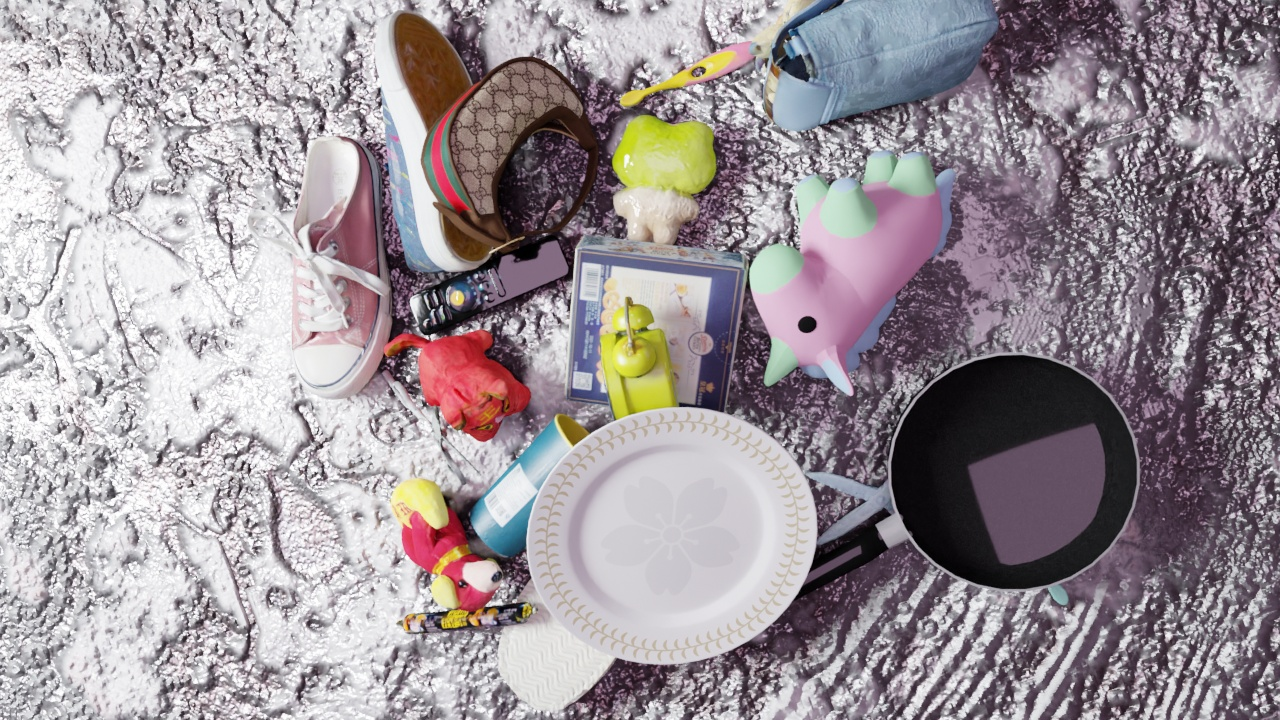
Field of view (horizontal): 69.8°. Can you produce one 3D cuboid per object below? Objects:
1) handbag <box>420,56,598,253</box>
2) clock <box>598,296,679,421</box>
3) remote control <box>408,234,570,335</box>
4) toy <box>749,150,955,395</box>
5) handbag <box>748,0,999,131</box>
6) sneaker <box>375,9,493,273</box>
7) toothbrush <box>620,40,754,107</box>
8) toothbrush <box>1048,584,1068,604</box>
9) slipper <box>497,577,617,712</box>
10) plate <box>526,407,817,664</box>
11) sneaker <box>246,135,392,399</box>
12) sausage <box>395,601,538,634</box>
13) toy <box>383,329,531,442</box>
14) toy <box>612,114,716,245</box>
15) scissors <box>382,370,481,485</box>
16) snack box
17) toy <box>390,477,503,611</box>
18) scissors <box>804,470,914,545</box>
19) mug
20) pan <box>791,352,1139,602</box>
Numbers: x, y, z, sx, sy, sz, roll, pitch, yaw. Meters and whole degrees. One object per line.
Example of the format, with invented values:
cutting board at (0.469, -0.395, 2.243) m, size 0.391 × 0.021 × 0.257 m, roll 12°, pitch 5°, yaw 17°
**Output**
handbag at (-0.106, -0.171, 0.789) m, size 0.138 × 0.063 × 0.166 m, roll 46°, pitch 61°, yaw -21°
clock at (-0.004, 0.004, 0.745) m, size 0.057 × 0.083 × 0.119 m, roll -11°, pitch 127°, yaw 5°
remote control at (-0.139, -0.068, 0.842) m, size 0.152 × 0.020 × 0.041 m, roll -23°, pitch 92°, yaw 5°
toy at (0.187, -0.078, 0.781) m, size 0.221 × 0.120 × 0.171 m, roll -22°, pitch 112°, yaw -19°
handbag at (0.187, -0.271, 0.765) m, size 0.192 × 0.122 × 0.118 m, roll -18°, pitch 81°, yaw 4°
sneaker at (-0.194, -0.189, 0.822) m, size 0.079 × 0.087 × 0.235 m, roll -14°, pitch 88°, yaw 38°
toothbrush at (0.045, -0.256, 0.825) m, size 0.135 × 0.016 × 0.021 m, roll -22°, pitch 89°, yaw 2°
toothbrush at (0.344, 0.161, 0.826) m, size 0.022 × 0.017 × 0.135 m, roll -33°, pitch 88°, yaw 5°
slipper at (-0.029, 0.196, 0.830) m, size 0.114 × 0.054 × 0.273 m, roll 35°, pitch 99°, yaw 5°
plate at (0.027, 0.149, 0.768) m, size 0.242 × 0.016 × 0.243 m, roll -2°, pitch 110°, yaw -5°
sneaker at (-0.276, -0.083, 0.815) m, size 0.118 × 0.088 × 0.241 m, roll 2°, pitch 92°, yaw 4°
sausage at (-0.160, 0.236, 0.835) m, size 0.156 × 0.020 × 0.020 m, roll -12°, pitch 92°, yaw 25°
toy at (-0.166, 0.011, 0.810) m, size 0.133 × 0.094 × 0.088 m, roll 35°, pitch 94°, yaw 3°
toy at (0.019, -0.157, 0.817) m, size 0.092 × 0.043 × 0.118 m, roll 8°, pitch 96°, yaw 1°
scissors at (-0.186, 0.058, 0.813) m, size 0.014 × 0.142 × 0.175 m, roll -35°, pitch 56°, yaw -21°
snack box at (0.012, -0.028, 0.802) m, size 0.145 × 0.042 × 0.144 m, roll 8°, pitch 113°, yaw 2°
toy at (-0.181, 0.167, 0.825) m, size 0.067 × 0.106 × 0.137 m, roll -31°, pitch 72°, yaw -35°
scissors at (0.240, 0.132, 0.831) m, size 0.170 × 0.014 × 0.168 m, roll -37°, pitch 90°, yaw 4°
mug at (-0.091, 0.116, 0.822) m, size 0.121 × 0.078 × 0.078 m, roll -42°, pitch 90°, yaw 9°
pan at (0.250, 0.131, 0.801) m, size 0.356 × 0.044 × 0.204 m, roll -30°, pitch 89°, yaw 7°
